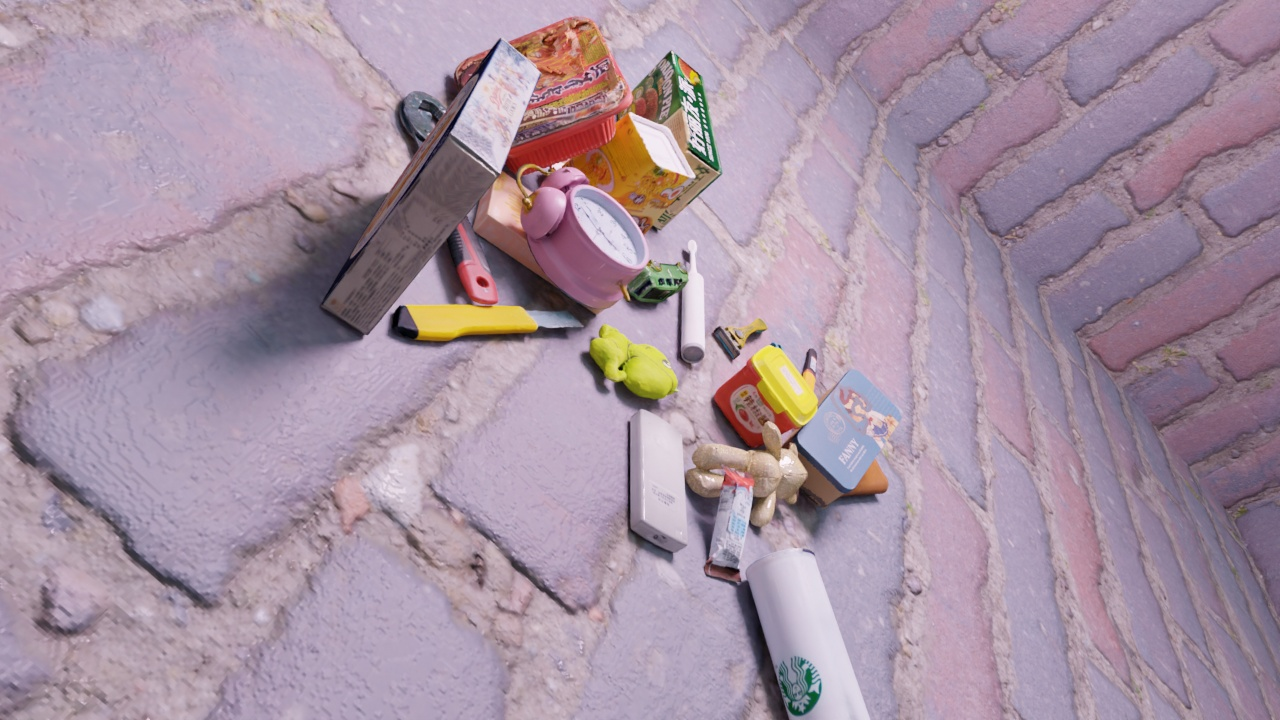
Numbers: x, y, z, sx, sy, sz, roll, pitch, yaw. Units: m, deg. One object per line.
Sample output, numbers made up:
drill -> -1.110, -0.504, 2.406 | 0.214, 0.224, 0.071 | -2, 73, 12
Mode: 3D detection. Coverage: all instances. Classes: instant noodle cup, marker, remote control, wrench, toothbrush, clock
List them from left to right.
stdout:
wrench -> -0.178, -0.157, 0.844 | 0.056, 0.016, 0.273 | 12, 45, -42
instant noodle cup -> -0.100, -0.268, 0.950 | 0.079, 0.164, 0.188 | 70, 0, -51
clock -> -0.060, -0.125, 0.879 | 0.158, 0.060, 0.117 | 44, 31, -11
instant noodle cup -> -0.018, -0.195, 1.001 | 0.116, 0.124, 0.116 | 4, 55, -52
remote control -> 0.015, 0.106, 0.828 | 0.056, 0.019, 0.134 | 33, 35, -29
toothbrush -> 0.061, -0.077, 1.079 | 0.220, 0.027, 0.026 | -87, 169, -49
marker -> 0.223, 0.014, 1.213 | 0.018, 0.015, 0.123 | 47, 28, -10

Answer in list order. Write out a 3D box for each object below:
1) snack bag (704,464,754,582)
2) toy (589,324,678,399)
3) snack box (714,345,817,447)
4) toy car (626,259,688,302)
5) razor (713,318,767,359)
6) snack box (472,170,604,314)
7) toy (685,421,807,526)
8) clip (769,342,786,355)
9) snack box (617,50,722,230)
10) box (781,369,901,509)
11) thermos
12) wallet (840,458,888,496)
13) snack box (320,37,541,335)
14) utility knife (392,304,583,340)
snack bag -> 0.083, 0.149, 0.843 | 0.048, 0.026, 0.104 | 23, 71, -37
toy -> -0.005, 0.005, 0.897 | 0.100, 0.031, 0.096 | 42, 31, -7
snack box -> 0.135, 0.042, 0.998 | 0.091, 0.080, 0.081 | 54, 31, 4
toy car -> 0.021, -0.086, 1.017 | 0.091, 0.043, 0.036 | -9, 62, -55
razor -> 0.134, -0.036, 1.135 | 0.043, 0.028, 0.132 | 53, 28, 9
snack box -> -0.092, -0.118, 0.916 | 0.157, 0.026, 0.084 | 34, 35, -28
toy -> 0.108, 0.112, 0.916 | 0.157, 0.066, 0.105 | 9, 83, -44
clip -> 0.179, 0.001, 1.167 | 0.041, 0.014, 0.056 | 22, 43, -41
snack box -> 0.032, -0.285, 1.174 | 0.063, 0.115, 0.239 | 30, 36, -30
box -> 0.222, 0.090, 1.041 | 0.090, 0.061, 0.183 | 43, 43, 4
thermos -> 0.150, 0.276, 0.781 | 0.073, 0.073, 0.224 | 21, 42, -41
wallet -> 0.247, 0.116, 1.121 | 0.131, 0.031, 0.107 | 8, 53, -50
snack box -> -0.155, -0.134, 0.695 | 0.046, 0.178, 0.182 | 34, 33, -21
utility knife -> -0.125, -0.032, 0.789 | 0.216, 0.015, 0.033 | -3, 59, -52
